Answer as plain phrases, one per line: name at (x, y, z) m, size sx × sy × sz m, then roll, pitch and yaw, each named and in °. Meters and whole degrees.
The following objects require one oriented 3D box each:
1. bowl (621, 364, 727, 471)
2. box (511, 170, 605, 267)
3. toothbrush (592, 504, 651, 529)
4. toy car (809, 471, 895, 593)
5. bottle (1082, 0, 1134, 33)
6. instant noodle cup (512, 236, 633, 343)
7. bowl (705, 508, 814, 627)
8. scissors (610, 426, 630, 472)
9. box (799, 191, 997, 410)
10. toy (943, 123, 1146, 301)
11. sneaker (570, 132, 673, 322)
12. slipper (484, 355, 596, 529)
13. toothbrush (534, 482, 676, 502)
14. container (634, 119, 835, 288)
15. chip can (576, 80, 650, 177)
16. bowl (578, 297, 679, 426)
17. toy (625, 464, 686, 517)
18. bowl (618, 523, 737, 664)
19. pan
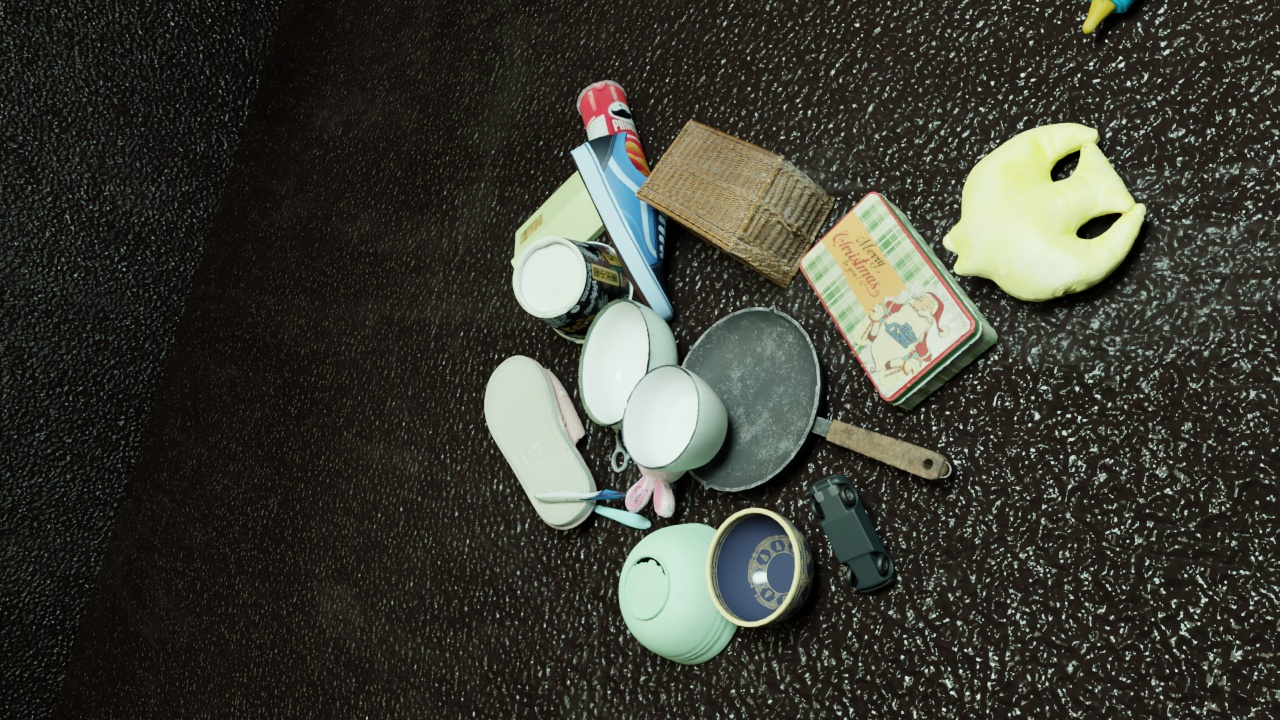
bowl at (0.042, 0.067, 0.988) m, size 0.117 × 0.065 × 0.116 m, roll -20°, pitch 61°, yaw 41°
box at (-0.121, -0.198, 1.342) m, size 0.188 × 0.044 × 0.141 m, roll -37°, pitch 48°, yaw 31°
toothbrush at (-0.051, 0.183, 1.132) m, size 0.181 × 0.016 × 0.016 m, roll 8°, pitch 79°, yaw 46°
toy car at (0.196, 0.159, 0.852) m, size 0.046 × 0.034 × 0.112 m, roll -33°, pitch 78°, yaw 36°
bottle at (0.434, -0.354, 0.806) m, size 0.051 × 0.051 × 0.146 m, roll 42°, pitch 106°, yaw 46°
instant noodle cup at (-0.094, -0.098, 1.184) m, size 0.137 × 0.112 × 0.137 m, roll -3°, pitch 82°, yaw 24°
bowl at (0.126, 0.206, 0.900) m, size 0.113 × 0.061 × 0.112 m, roll -20°, pitch 61°, yaw 40°
scissors at (-0.027, 0.075, 1.151) m, size 0.095 × 0.014 × 0.170 m, roll -38°, pitch 53°, yaw 33°
box at (0.243, -0.061, 0.894) m, size 0.118 × 0.049 × 0.205 m, roll -43°, pitch 47°, yaw 26°
toy at (0.343, -0.127, 0.803) m, size 0.155 × 0.064 × 0.170 m, roll -30°, pitch 54°, yaw 28°
sneaker at (0.007, -0.169, 1.123) m, size 0.098 × 0.083 × 0.241 m, roll -25°, pitch 90°, yaw -1°
slipper at (-0.128, 0.105, 1.203) m, size 0.114 × 0.054 × 0.274 m, roll -36°, pitch 54°, yaw 11°
toothbrush at (-0.044, 0.157, 1.093) m, size 0.189 × 0.016 × 0.017 m, roll -7°, pitch 56°, yaw 24°
container at (0.106, -0.181, 1.038) m, size 0.198 × 0.113 × 0.113 m, roll 38°, pitch 100°, yaw 46°
chip can at (-0.029, -0.278, 1.251) m, size 0.073 × 0.073 × 0.232 m, roll -38°, pitch 51°, yaw 30°
bowl at (-0.007, 0.006, 1.101) m, size 0.154 × 0.072 × 0.153 m, roll -19°, pitch 67°, yaw 52°
toy at (0.021, 0.124, 1.043) m, size 0.064 × 0.047 × 0.109 m, roll 4°, pitch 64°, yaw 20°
bowl at (0.031, 0.244, 0.976) m, size 0.151 × 0.077 × 0.150 m, roll -19°, pitch 62°, yaw 41°
pan at (0.165, 0.061, 0.936) m, size 0.357 × 0.040 × 0.207 m, roll 21°, pitch 90°, yaw 47°
